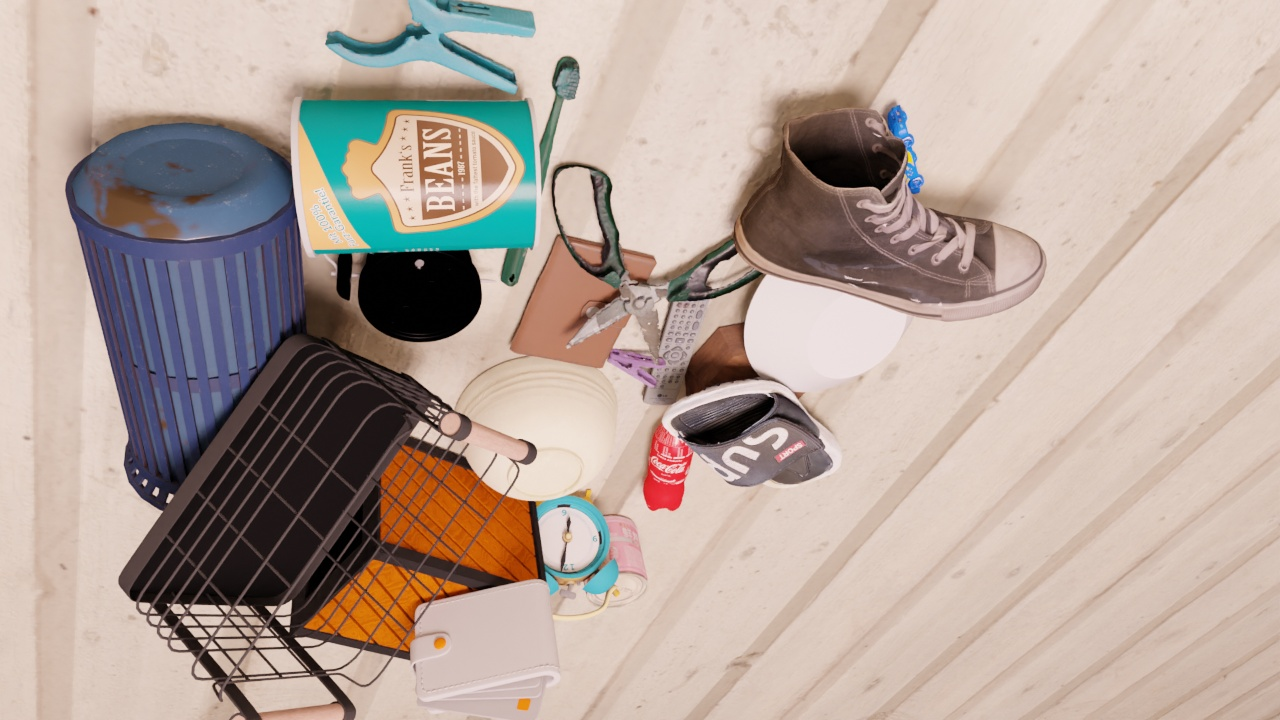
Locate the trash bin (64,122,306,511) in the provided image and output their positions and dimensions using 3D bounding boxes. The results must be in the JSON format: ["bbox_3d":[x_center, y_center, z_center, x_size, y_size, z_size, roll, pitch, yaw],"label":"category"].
[{"bbox_3d":[-0.293,-0.024,0.623,0.139,0.139,0.250,1,132,-16],"label":"trash bin"}]

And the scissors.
[{"bbox_3d":[0.009,-0.087,0.717,0.202,0.015,0.206,-32,128,3],"label":"scissors"}]

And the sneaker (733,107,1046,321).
[{"bbox_3d":[0.195,-0.105,0.663,0.235,0.095,0.120,16,151,-1],"label":"sneaker"}]

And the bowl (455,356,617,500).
[{"bbox_3d":[-0.088,0.075,0.818,0.150,0.075,0.151,-7,136,-7],"label":"bowl"}]

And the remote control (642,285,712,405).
[{"bbox_3d":[0.031,-0.011,0.807,0.033,0.013,0.137,2,133,-16],"label":"remote control"}]

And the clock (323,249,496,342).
[{"bbox_3d":[-0.173,-0.066,0.678,0.091,0.042,0.120,-39,131,23],"label":"clock"}]

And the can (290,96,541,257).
[{"bbox_3d":[-0.142,-0.119,0.594,0.144,0.099,0.099,-3,134,-12],"label":"can"}]

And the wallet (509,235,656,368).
[{"bbox_3d":[-0.048,-0.044,0.754,0.087,0.013,0.121,11,128,-24],"label":"wallet"}]

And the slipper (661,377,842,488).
[{"bbox_3d":[0.119,0.086,0.858,0.111,0.063,0.263,-26,150,20],"label":"slipper"}]

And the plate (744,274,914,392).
[{"bbox_3d":[0.176,-0.033,0.784,0.173,0.036,0.174,-12,128,-15],"label":"plate"}]

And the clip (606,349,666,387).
[{"bbox_3d":[-0.005,0.005,0.806,0.050,0.013,0.029,19,128,-2],"label":"clip"}]

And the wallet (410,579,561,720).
[{"bbox_3d":[-0.126,0.244,0.744,0.118,0.115,0.038,-12,136,-3],"label":"wallet"}]

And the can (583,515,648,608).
[{"bbox_3d":[-0.030,0.212,0.968,0.067,0.076,0.067,-7,135,-8],"label":"can"}]

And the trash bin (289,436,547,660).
[{"bbox_3d":[-0.202,0.176,0.841,0.171,0.139,0.140,28,122,-35],"label":"trash bin"}]

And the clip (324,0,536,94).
[{"bbox_3d":[-0.139,-0.192,0.576,0.130,0.030,0.120,25,119,-32],"label":"clip"}]

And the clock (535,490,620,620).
[{"bbox_3d":[-0.072,0.189,0.900,0.099,0.129,0.044,1,152,-17],"label":"clock"}]

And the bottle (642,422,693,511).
[{"bbox_3d":[0.029,0.094,0.892,0.042,0.041,0.142,-3,134,-12],"label":"bottle"}]

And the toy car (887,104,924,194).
[{"bbox_3d":[0.182,-0.147,0.706,0.062,0.033,0.092,-16,141,18],"label":"toy car"}]

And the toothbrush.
[{"bbox_3d":[-0.074,-0.128,0.662,0.016,0.017,0.190,5,132,-21],"label":"toothbrush"}]

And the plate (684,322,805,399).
[{"bbox_3d":[0.104,0.017,0.847,0.131,0.025,0.131,-7,135,-8],"label":"plate"}]

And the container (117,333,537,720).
[{"bbox_3d":[-0.206,0.116,0.631,0.241,0.130,0.163,-55,155,-1],"label":"container"}]
